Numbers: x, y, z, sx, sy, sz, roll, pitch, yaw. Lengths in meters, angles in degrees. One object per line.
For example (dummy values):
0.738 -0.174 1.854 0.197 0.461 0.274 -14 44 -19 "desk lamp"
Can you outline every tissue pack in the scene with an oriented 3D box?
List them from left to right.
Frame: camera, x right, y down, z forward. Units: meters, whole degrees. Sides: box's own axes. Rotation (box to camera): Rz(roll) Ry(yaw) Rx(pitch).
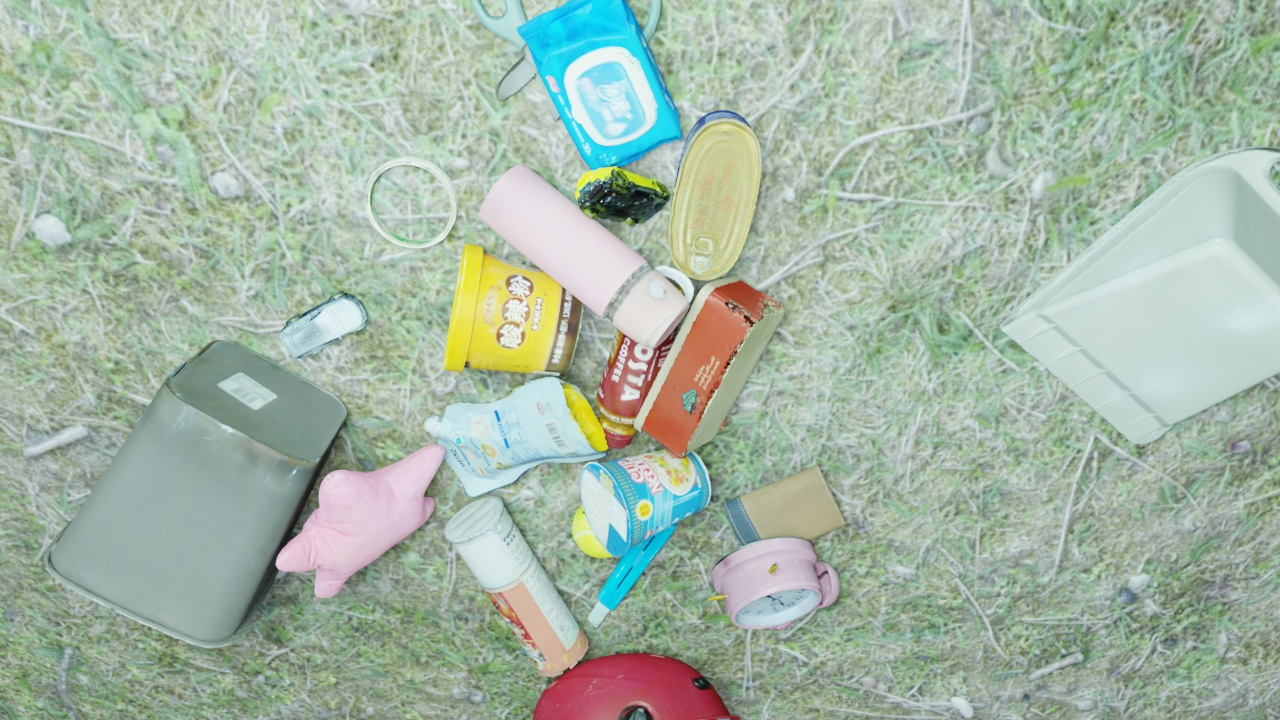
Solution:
-0.030 -0.233 0.774 0.095 0.052 0.157 -21 130 10 "tissue pack"

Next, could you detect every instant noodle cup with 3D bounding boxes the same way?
-0.119 -0.039 0.858 0.114 0.118 0.119 11 116 -13 "instant noodle cup"
0.008 0.135 0.938 0.109 0.099 0.099 -17 121 -30 "instant noodle cup"

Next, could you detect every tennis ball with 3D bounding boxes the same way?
-0.041 0.180 0.989 0.065 0.065 0.065 1 116 1 "tennis ball"

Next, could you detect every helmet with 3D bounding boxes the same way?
-0.022 0.408 1.052 0.240 0.144 0.207 -27 152 -6 "helmet"

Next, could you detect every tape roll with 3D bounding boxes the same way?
-0.214 -0.147 0.858 0.086 0.013 0.086 1 116 1 "tape roll"

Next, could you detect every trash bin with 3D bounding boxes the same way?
-0.421 0.120 0.906 0.198 0.198 0.220 30 107 -13 "trash bin"

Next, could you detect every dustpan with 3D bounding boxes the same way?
0.530 -0.071 0.883 0.222 0.142 0.259 37 141 -16 "dustpan"

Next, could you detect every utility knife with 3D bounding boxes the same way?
-0.016 0.243 1.047 0.034 0.018 0.179 26 116 -12 "utility knife"

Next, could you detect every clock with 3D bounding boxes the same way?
0.152 0.250 1.007 0.117 0.059 0.158 -37 139 26 "clock"

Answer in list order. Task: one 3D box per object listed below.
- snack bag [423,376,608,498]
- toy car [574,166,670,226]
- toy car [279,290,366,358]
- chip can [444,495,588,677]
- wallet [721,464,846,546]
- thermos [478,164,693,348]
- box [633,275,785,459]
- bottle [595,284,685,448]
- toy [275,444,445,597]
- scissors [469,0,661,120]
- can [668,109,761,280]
-0.132 0.079 0.939 0.191 0.038 0.110 -17 124 29 "snack bag"
-0.017 -0.149 0.818 0.048 0.105 0.032 -40 66 29 "toy car"
-0.314 -0.034 0.907 0.091 0.034 0.043 -26 110 12 "toy car"
-0.134 0.255 1.026 0.071 0.071 0.215 -22 114 12 "chip can"
0.156 0.167 0.998 0.115 0.033 0.090 -25 116 12 "wallet"
-0.043 -0.096 0.822 0.198 0.087 0.067 37 144 7 "thermos"
0.073 0.011 0.879 0.077 0.091 0.169 35 116 19 "box"
-0.005 0.005 0.905 0.057 0.057 0.175 14 116 -6 "bottle"
-0.275 0.151 0.926 0.194 0.074 0.179 -39 154 -20 "toy"
-0.080 -0.301 0.776 0.170 0.019 0.179 -32 114 20 "scissors"
0.065 -0.149 0.831 0.074 0.049 0.148 9 116 -3 "can"
